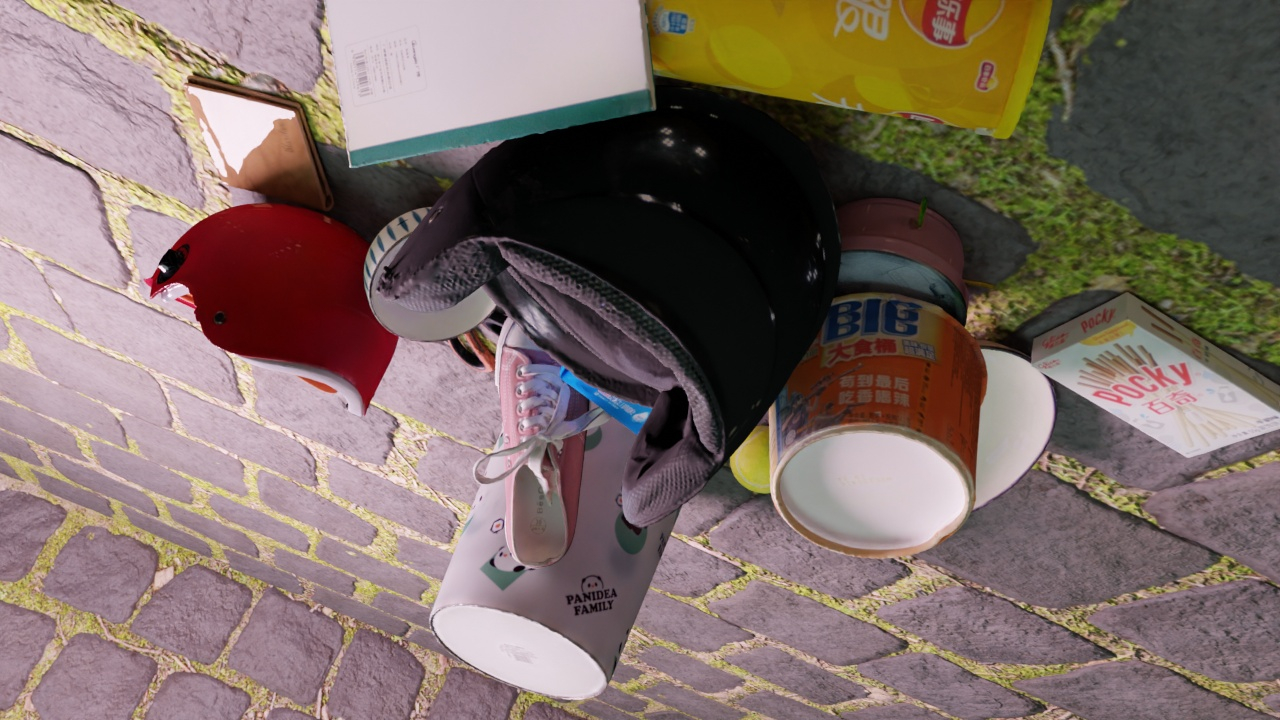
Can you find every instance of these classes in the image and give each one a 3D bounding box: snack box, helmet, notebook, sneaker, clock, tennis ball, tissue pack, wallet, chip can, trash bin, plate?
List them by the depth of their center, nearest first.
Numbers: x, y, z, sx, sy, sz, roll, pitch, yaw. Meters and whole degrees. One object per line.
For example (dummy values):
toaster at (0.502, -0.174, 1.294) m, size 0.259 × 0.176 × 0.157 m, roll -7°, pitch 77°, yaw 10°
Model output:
chip can at (0.092, -0.170, 0.475) m, size 0.213 × 0.071 × 0.072 m, roll 14°, pitch 149°, yaw 13°
notebook at (-0.092, -0.193, 0.497) m, size 0.209 × 0.012 × 0.150 m, roll -2°, pitch 99°, yaw 29°
helmet at (-0.008, -0.050, 0.580) m, size 0.233 × 0.230 × 0.275 m, roll 47°, pitch 172°, yaw -18°
clock at (0.151, -0.052, 0.639) m, size 0.159 × 0.059 × 0.117 m, roll -16°, pitch 135°, yaw 44°
snack box at (0.367, 0.014, 0.647) m, size 0.156 × 0.026 × 0.085 m, roll 27°, pitch 149°, yaw -12°
plate at (0.226, 0.056, 0.722) m, size 0.192 × 0.039 × 0.193 m, roll -5°, pitch 128°, yaw -7°
wallet at (-0.315, -0.178, 0.762) m, size 0.101 × 0.020 × 0.115 m, roll 15°, pitch 147°, yaw 7°
tissue pack at (-0.005, 0.005, 0.790) m, size 0.052 × 0.094 × 0.157 m, roll -30°, pitch 125°, yaw 33°
sneaker at (-0.084, 0.062, 0.796) m, size 0.118 × 0.241 × 0.088 m, roll 2°, pitch 176°, yaw -9°
helmet at (-0.314, -0.066, 0.822) m, size 0.240 × 0.144 × 0.207 m, roll 25°, pitch 172°, yaw 34°
tennis ball at (0.119, 0.096, 0.889) m, size 0.065 × 0.065 × 0.066 m, roll 15°, pitch 150°, yaw 9°
trash bin at (-0.082, 0.189, 0.947) m, size 0.230 × 0.251 × 0.230 m, roll 13°, pitch 140°, yaw 11°

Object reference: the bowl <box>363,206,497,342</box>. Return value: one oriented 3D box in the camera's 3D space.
bowl at (-0.176, -0.080, 0.767) m, size 0.066 × 0.116 × 0.116 m, roll 54°, pitch 175°, yaw 42°

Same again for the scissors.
scissors at (-0.166, -0.046, 0.887) m, size 0.224 × 0.015 × 0.189 m, roll 29°, pitch 149°, yaw -12°

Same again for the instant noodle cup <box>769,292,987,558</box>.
instant noodle cup at (0.149, 0.048, 0.594) m, size 0.151 × 0.111 × 0.152 m, roll 8°, pitch 132°, yaw 9°
